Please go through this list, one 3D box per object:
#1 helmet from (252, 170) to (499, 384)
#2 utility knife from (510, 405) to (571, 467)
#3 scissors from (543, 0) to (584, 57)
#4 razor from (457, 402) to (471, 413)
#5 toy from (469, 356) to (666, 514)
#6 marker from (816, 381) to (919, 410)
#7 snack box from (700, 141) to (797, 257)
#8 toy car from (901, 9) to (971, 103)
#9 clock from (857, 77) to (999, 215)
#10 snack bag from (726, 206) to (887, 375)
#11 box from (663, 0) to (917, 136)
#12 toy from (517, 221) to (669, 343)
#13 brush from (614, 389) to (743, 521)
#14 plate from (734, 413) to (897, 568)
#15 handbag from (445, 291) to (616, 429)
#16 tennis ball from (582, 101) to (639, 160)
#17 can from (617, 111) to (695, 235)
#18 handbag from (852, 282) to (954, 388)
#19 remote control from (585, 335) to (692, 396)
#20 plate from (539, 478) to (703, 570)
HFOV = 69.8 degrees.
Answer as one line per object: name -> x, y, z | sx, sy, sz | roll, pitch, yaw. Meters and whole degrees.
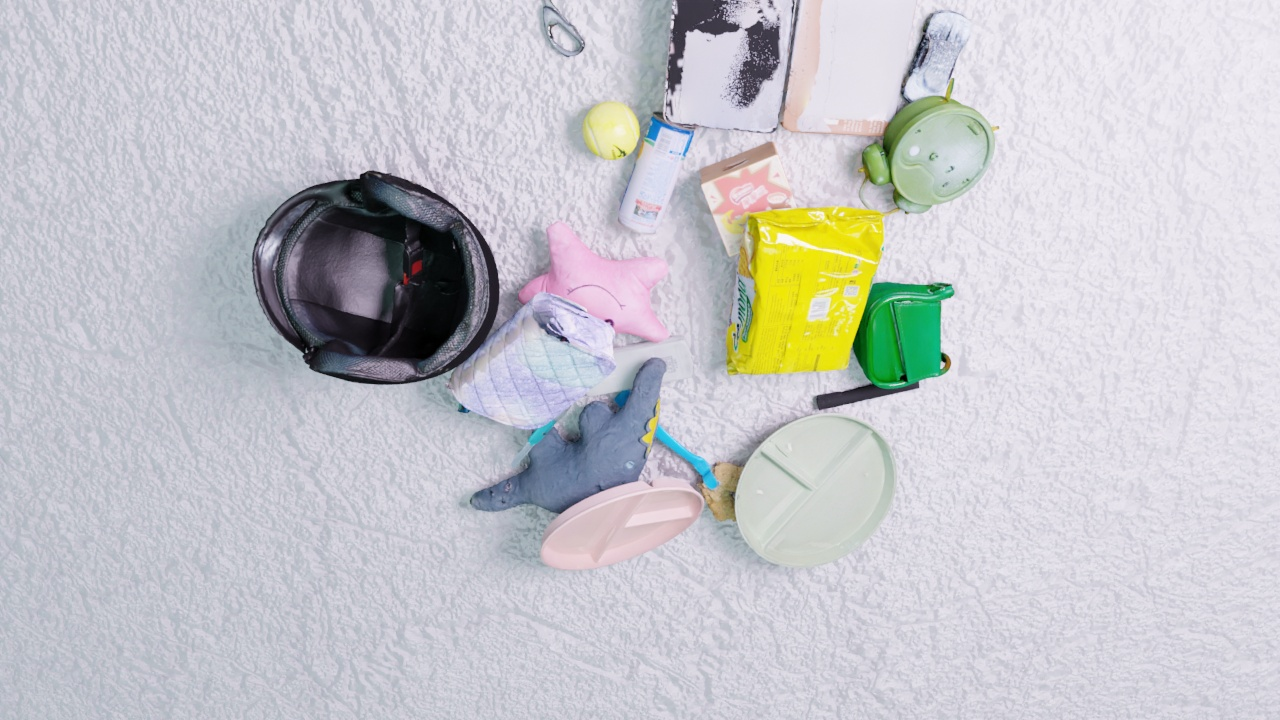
helmet -> -0.294, -0.089, 1.060 | 0.275, 0.230, 0.233 | 17, 90, 10
utility knife -> -0.109, 0.071, 1.193 | 0.193, 0.029, 0.013 | -49, 61, 14
scissors -> -0.112, -0.420, 1.006 | 0.160, 0.014, 0.177 | -38, 107, 19
razor -> -0.172, 0.057, 1.224 | 0.143, 0.022, 0.043 | 7, 100, 10
toy -> -0.076, 0.135, 1.219 | 0.357, 0.091, 0.138 | -34, 98, 23
marker -> 0.294, 0.041, 1.191 | 0.132, 0.020, 0.022 | -14, 120, 11
snack box -> 0.128, -0.187, 1.063 | 0.093, 0.077, 0.094 | -19, 112, 12
toy car -> 0.325, -0.329, 1.009 | 0.049, 0.031, 0.106 | 15, 116, -2
clock -> 0.316, -0.226, 1.030 | 0.116, 0.056, 0.162 | 32, 118, -29
snack bag -> 0.191, -0.073, 1.069 | 0.158, 0.068, 0.247 | -3, 137, -6
box -> 0.162, -0.336, 0.988 | 0.262, 0.088, 0.178 | 6, 116, 2
toy -> -0.052, -0.069, 1.134 | 0.194, 0.074, 0.179 | 21, 122, -7
brush -> 0.065, 0.129, 1.238 | 0.254, 0.045, 0.083 | 42, 112, -9
plate -> 0.232, 0.172, 1.224 | 0.230, 0.027, 0.230 | -4, 112, -11
handbag -> -0.129, 0.004, 1.115 | 0.134, 0.075, 0.194 | 23, 136, -34
tennis ball -> -0.033, -0.262, 1.046 | 0.065, 0.065, 0.065 | 2, 115, 3
can -> 0.017, -0.217, 1.070 | 0.053, 0.053, 0.135 | 19, 115, -5
handbag -> 0.325, -0.034, 1.133 | 0.120, 0.068, 0.131 | -7, 114, -1
remote control -> -0.007, 0.007, 1.195 | 0.150, 0.021, 0.058 | -11, 114, 9
plate -> -0.026, 0.218, 1.226 | 0.229, 0.028, 0.230 | -16, 151, -9
